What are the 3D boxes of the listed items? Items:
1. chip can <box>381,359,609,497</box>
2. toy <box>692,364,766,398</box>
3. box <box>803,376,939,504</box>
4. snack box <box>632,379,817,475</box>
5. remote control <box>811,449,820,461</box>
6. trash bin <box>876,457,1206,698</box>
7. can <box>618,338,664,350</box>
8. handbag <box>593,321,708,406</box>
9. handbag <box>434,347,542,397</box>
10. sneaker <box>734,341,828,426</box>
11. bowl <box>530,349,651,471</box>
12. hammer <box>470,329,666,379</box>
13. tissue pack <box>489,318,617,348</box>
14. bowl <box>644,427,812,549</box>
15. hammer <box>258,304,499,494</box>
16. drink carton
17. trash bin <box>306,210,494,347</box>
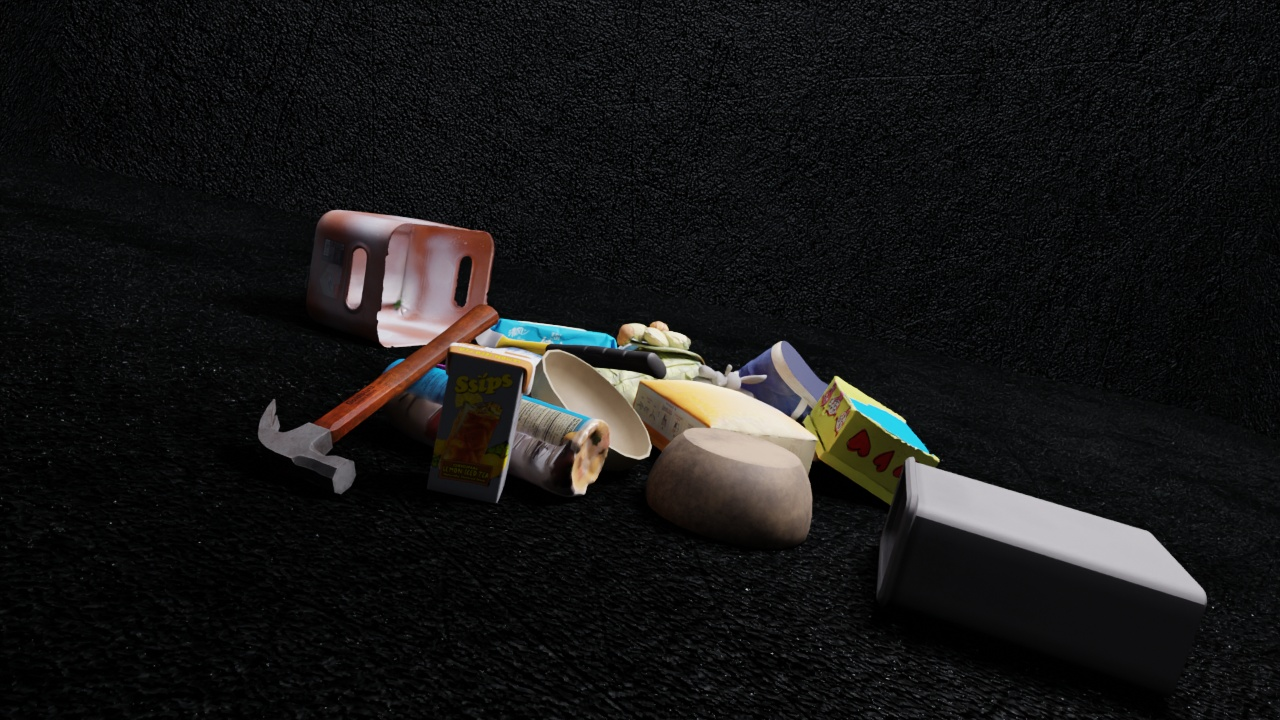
[{"bbox_3d":[-0.146,0.062,0.878,0.230,0.080,0.079,16,10,22],"label":"chip can"},{"bbox_3d":[0.118,0.029,1.207,0.111,0.049,0.030,13,25,-34],"label":"toy"},{"bbox_3d":[0.279,0.099,1.138,0.124,0.082,0.220,31,12,-2],"label":"box"},{"bbox_3d":[0.095,0.078,1.089,0.145,0.081,0.195,9,10,-26],"label":"snack box"},{"bbox_3d":[0.202,0.106,1.223,0.060,0.028,0.114,11,9,-18],"label":"remote control"},{"bbox_3d":[0.325,0.174,0.784,0.220,0.098,0.191,16,10,14],"label":"trash bin"},{"bbox_3d":[0.011,-0.001,1.451,0.078,0.078,0.136,15,10,13],"label":"can"},{"bbox_3d":[-0.007,0.007,1.208,0.186,0.117,0.113,-13,14,-31],"label":"handbag"},{"bbox_3d":[-0.173,0.013,1.062,0.145,0.068,0.169,18,0,27],"label":"handbag"},{"bbox_3d":[0.215,0.076,1.320,0.233,0.119,0.091,40,34,-35],"label":"sneaker"},{"bbox_3d":[-0.061,0.061,0.962,0.152,0.050,0.152,41,17,-16],"label":"bowl"},{"bbox_3d":[-0.099,-0.009,1.138,0.324,0.029,0.127,6,-31,44],"label":"hammer"},{"bbox_3d":[-0.139,-0.017,1.341,0.209,0.066,0.117,9,-6,-9],"label":"tissue pack"},{"bbox_3d":[0.089,0.116,0.885,0.162,0.070,0.162,12,9,-2],"label":"bowl"},{"bbox_3d":[-0.225,0.017,0.849,0.111,0.028,0.299,15,33,20],"label":"hammer"},{"bbox_3d":[-0.139,0.052,0.793,0.076,0.125,0.048,12,10,-3],"label":"drink carton"},{"bbox_3d":[-0.364,-0.128,1.404,0.157,0.181,0.259,15,10,24],"label":"trash bin"}]
